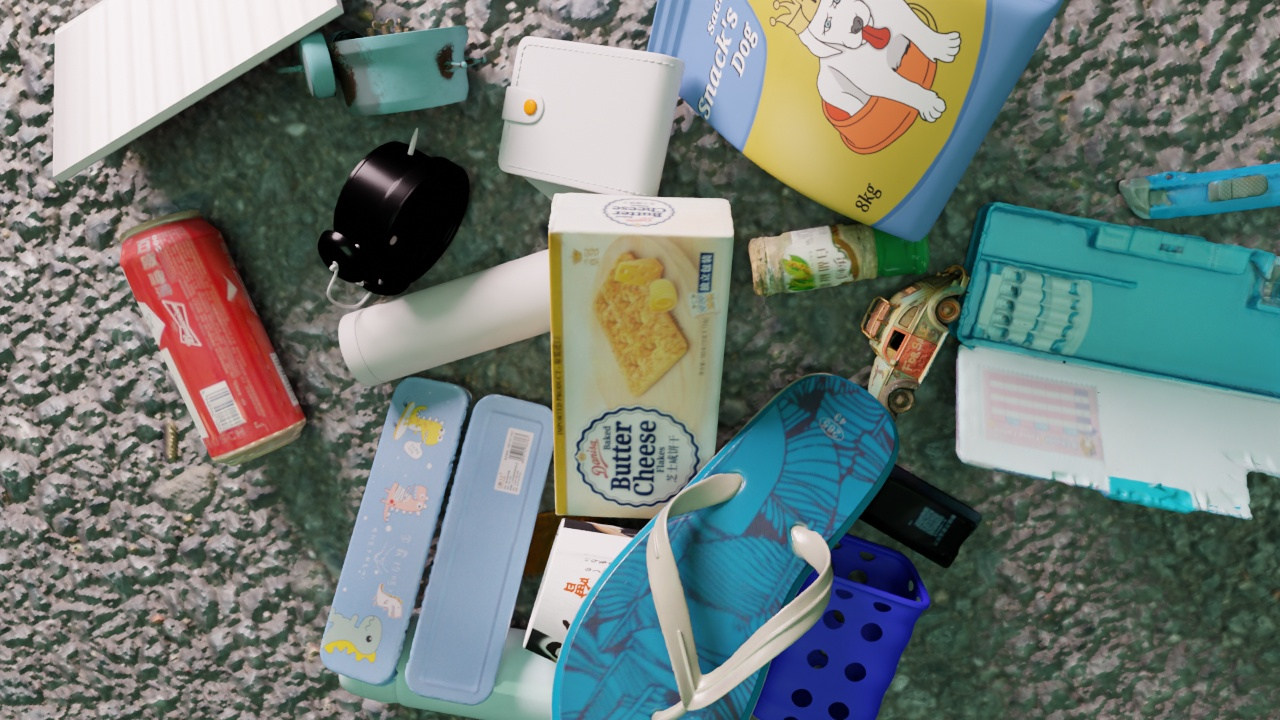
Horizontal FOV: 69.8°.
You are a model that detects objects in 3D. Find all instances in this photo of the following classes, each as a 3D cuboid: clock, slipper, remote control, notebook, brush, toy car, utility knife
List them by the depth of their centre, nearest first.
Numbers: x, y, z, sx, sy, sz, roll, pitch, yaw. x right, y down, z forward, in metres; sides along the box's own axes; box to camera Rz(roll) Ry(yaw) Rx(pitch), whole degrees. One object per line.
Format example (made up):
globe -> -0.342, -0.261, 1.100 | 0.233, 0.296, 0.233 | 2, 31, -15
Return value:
slipper -> 0.050, 0.120, 0.528 | 0.118, 0.060, 0.294 | 35, 73, 16
utility knife -> 0.390, -0.111, 0.570 | 0.175, 0.015, 0.031 | -8, 104, 6
clock -> -0.164, -0.184, 0.576 | 0.124, 0.090, 0.053 | -5, 110, 6
notebook -> -0.287, -0.214, 0.580 | 0.210, 0.009, 0.142 | -26, 60, 10
clock -> -0.161, -0.085, 0.591 | 0.042, 0.091, 0.120 | 32, 90, 10
toy car -> 0.168, -0.015, 0.593 | 0.047, 0.047, 0.112 | 23, 102, -1
remote control -> 0.158, 0.088, 0.626 | 0.150, 0.022, 0.047 | 29, 102, 0
brush -> -0.084, 0.136, 0.662 | 0.126, 0.017, 0.048 | -11, 99, 8

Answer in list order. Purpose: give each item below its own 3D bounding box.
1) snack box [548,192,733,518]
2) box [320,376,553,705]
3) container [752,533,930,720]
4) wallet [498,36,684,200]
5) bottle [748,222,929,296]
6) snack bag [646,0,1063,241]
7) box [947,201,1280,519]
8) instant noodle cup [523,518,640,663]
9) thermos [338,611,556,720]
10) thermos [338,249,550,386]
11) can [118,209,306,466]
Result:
snack box -> -0.003, 0.003, 0.572 | 0.104, 0.057, 0.208 | 2, 121, 0
box -> -0.137, 0.120, 0.624 | 0.127, 0.034, 0.209 | 13, 80, 3
container -> 0.128, 0.184, 0.616 | 0.084, 0.085, 0.114 | 19, 103, 3
wallet -> -0.037, -0.137, 0.577 | 0.118, 0.037, 0.115 | 18, 102, 28
bottle -> 0.126, -0.068, 0.590 | 0.111, 0.043, 0.043 | -8, 100, 8
snack bag -> 0.105, -0.184, 0.513 | 0.205, 0.102, 0.159 | 27, 140, 9
box -> 0.311, 0.003, 0.571 | 0.227, 0.072, 0.181 | 11, 80, 4
instant noodle cup -> -0.006, 0.162, 0.600 | 0.122, 0.123, 0.124 | 18, 102, -3
thermos -> -0.110, 0.223, 0.657 | 0.207, 0.065, 0.078 | 8, 118, 4
thermos -> -0.088, -0.038, 0.612 | 0.224, 0.052, 0.052 | -17, 98, 9
can -> -0.293, -0.014, 0.630 | 0.067, 0.067, 0.170 | -20, 98, 9
